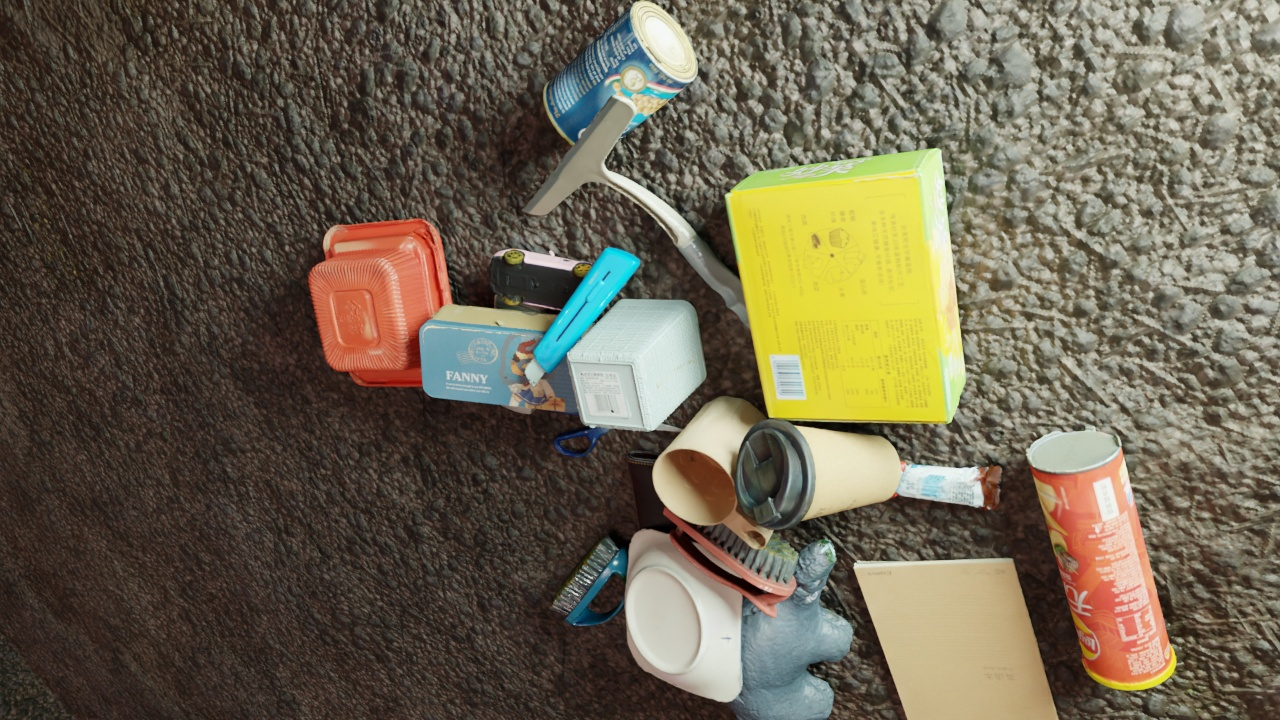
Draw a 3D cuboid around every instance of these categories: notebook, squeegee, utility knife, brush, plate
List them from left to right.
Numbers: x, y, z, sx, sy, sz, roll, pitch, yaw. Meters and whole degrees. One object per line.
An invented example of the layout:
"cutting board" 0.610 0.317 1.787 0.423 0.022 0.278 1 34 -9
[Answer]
"utility knife" -0.061 -0.038 0.854 0.034 0.018 0.167 38 114 -3
"brush" -0.049 0.264 1.061 0.073 0.055 0.144 38 128 6
"plate" 0.035 0.265 0.952 0.164 0.034 0.164 5 97 45
"squeegee" 0.033 -0.105 0.806 0.246 0.039 0.247 40 157 -10
"brush" 0.089 0.182 0.881 0.146 0.063 0.069 34 111 37
"notebook" 0.310 0.282 0.896 0.150 0.012 0.211 -10 111 32

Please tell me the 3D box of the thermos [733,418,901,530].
"thermos" 0.152 0.097 0.790 0.093 0.143 0.093 -7 82 57

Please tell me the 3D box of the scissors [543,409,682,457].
"scissors" -0.034 0.071 0.971 0.169 0.012 0.147 27 126 15

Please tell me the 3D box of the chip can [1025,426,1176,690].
"chip can" 0.377 0.163 0.750 0.073 0.073 0.217 -11 111 34

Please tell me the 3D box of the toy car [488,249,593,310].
"toy car" -0.090 -0.078 0.904 0.122 0.037 0.056 12 125 9

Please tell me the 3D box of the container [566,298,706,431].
"container" -0.005 0.005 0.853 0.090 0.111 0.090 3 117 29

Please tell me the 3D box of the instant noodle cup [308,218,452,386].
"instant noodle cup" -0.281 -0.055 0.987 0.165 0.078 0.189 -2 103 27

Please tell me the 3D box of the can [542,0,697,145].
"can" -0.016 -0.229 0.748 0.111 0.075 0.075 -30 99 38

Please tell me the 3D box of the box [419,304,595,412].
"box" -0.137 -0.004 0.923 0.184 0.059 0.090 3 117 5

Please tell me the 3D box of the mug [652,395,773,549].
"mug" 0.086 0.104 0.862 0.124 0.103 0.084 39 129 4

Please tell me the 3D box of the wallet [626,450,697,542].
"wallet" 0.037 0.154 0.975 0.096 0.020 0.122 6 121 27

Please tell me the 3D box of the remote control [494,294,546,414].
"remote control" -0.132 -0.007 0.975 0.056 0.019 0.135 21 123 18

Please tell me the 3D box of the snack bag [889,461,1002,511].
"snack bag" 0.263 0.109 0.813 0.105 0.026 0.045 4 109 27

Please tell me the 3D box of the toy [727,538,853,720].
"toy" 0.144 0.315 0.958 0.138 0.091 0.357 11 123 21

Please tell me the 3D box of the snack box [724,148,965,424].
"snack box" 0.170 -0.055 0.745 0.158 0.069 0.210 -1 116 30
